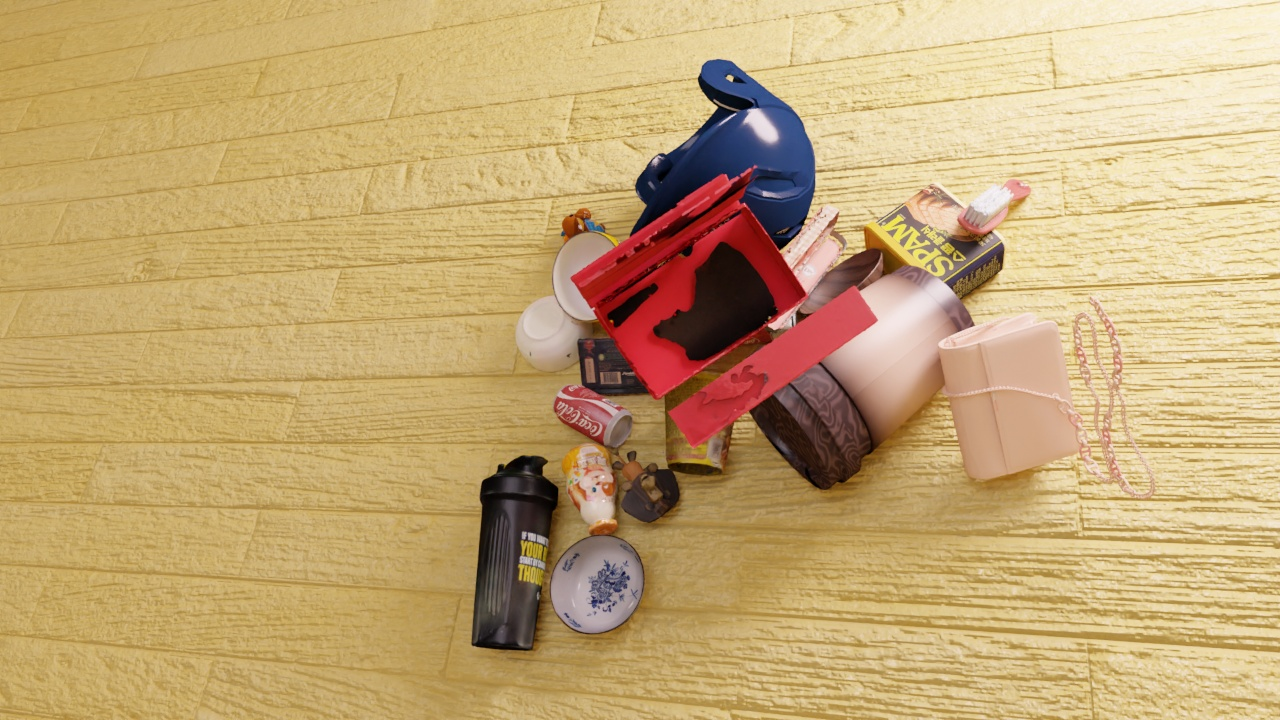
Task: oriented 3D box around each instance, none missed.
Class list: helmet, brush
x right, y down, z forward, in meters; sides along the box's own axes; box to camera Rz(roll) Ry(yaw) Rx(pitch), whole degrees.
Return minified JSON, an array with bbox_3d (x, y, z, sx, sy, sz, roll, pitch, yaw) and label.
[{"bbox_3d":[0.098,-0.219,1.143,0.271,0.233,0.223,-30,76,-36],"label":"helmet"},{"bbox_3d":[0.424,-0.192,1.079,0.041,0.030,0.171,38,46,21],"label":"brush"}]

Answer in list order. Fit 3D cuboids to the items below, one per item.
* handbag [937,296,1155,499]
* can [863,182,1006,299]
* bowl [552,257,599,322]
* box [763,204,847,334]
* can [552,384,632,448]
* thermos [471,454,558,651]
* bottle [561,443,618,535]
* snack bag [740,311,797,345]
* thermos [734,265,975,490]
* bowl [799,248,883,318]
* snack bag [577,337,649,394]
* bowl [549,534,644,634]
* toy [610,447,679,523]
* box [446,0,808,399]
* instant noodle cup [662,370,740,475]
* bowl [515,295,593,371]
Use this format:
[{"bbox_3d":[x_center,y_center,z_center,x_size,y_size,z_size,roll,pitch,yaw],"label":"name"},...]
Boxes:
[{"bbox_3d":[0.380,0.041,0.896,0.116,0.199,0.187,-18,16,-1],"label":"handbag"},{"bbox_3d":[0.353,-0.134,1.101,0.104,0.075,0.135,-35,57,-3],"label":"can"},{"bbox_3d":[-0.051,-0.108,1.201,0.117,0.067,0.117,0,91,34],"label":"bowl"},{"bbox_3d":[0.197,-0.115,1.122,0.054,0.078,0.186,-3,40,52],"label":"box"},{"bbox_3d":[-0.061,0.069,1.157,0.097,0.054,0.054,26,75,30],"label":"can"},{"bbox_3d":[-0.153,0.227,1.089,0.098,0.098,0.220,-4,68,18],"label":"thermos"},{"bbox_3d":[-0.057,0.156,1.104,0.063,0.063,0.109,-22,59,8],"label":"bottle"},{"bbox_3d":[0.089,-0.053,1.176,0.225,0.041,0.077,-7,62,15],"label":"snack bag"},{"bbox_3d":[0.243,0.011,1.016,0.226,0.173,0.172,-36,57,-9],"label":"thermos"},{"bbox_3d":[0.251,-0.085,1.113,0.119,0.032,0.119,-39,14,11],"label":"bowl"},{"bbox_3d":[-0.007,0.007,1.168,0.155,0.018,0.074,-1,102,19],"label":"snack bag"},{"bbox_3d":[-0.043,0.261,1.053,0.114,0.045,0.114,-9,61,16],"label":"bowl"},{"bbox_3d":[0.000,0.143,1.087,0.076,0.063,0.100,-33,74,-20],"label":"toy"},{"bbox_3d":[-0.002,-0.166,0.979,0.211,0.410,0.107,-33,21,0],"label":"box"},{"bbox_3d":[0.070,0.075,1.084,0.102,0.102,0.108,-1,71,20],"label":"instant noodle cup"},{"bbox_3d":[-0.121,-0.042,1.239,0.105,0.054,0.104,-8,62,16],"label":"bowl"}]
